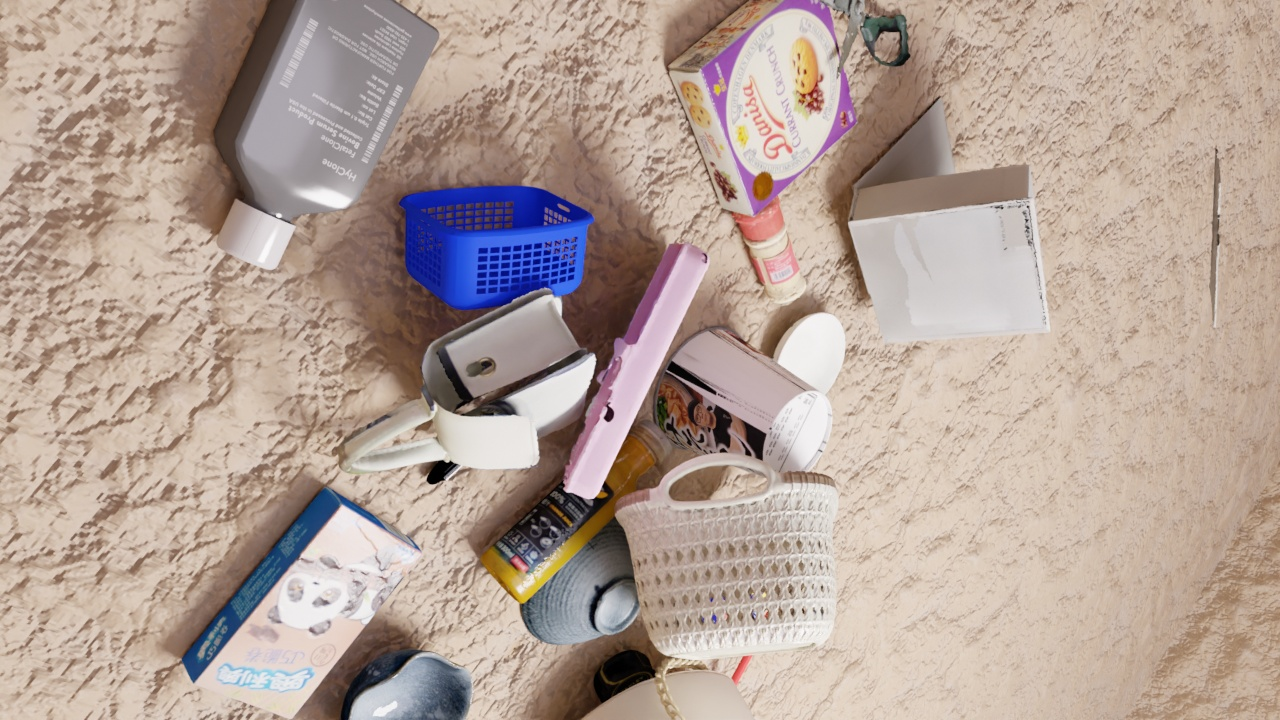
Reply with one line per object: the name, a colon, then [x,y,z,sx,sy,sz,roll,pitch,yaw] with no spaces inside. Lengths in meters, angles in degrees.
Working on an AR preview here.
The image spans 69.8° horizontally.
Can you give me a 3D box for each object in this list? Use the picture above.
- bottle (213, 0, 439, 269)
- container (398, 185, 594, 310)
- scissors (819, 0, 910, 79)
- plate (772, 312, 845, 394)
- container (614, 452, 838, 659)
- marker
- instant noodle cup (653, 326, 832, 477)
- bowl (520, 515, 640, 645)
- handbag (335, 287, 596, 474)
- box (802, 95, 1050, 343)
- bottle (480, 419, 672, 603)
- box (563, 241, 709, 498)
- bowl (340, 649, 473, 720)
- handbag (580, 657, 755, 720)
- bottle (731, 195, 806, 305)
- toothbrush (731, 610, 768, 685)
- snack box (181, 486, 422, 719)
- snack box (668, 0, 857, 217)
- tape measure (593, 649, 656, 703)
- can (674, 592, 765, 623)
bottle: [-0.196,-0.138,0.540,0.083,0.046,0.174,24,92,-44]
container: [-0.098,-0.077,0.621,0.114,0.096,0.058,-13,122,-37]
scissors: [0.199,-0.338,0.793,0.201,0.015,0.203,-18,113,-54]
plate: [0.164,-0.002,0.928,0.104,0.026,0.104,-19,121,-35]
container: [0.083,0.176,0.783,0.246,0.185,0.142,59,24,-68]
marker: [-0.112,0.049,0.716,0.138,0.022,0.016,-43,127,-17]
instant noodle cup: [0.098,0.046,0.826,0.123,0.122,0.124,-18,120,-34]
bowl: [-0.035,0.210,0.831,0.136,0.057,0.137,-18,120,-35]
handbag: [-0.118,0.041,0.626,0.175,0.074,0.151,-26,164,-17]
box: [0.287,-0.193,1.005,0.174,0.421,0.167,-20,129,9]
bottle: [-0.050,0.123,0.781,0.185,0.053,0.053,-41,131,-19]
box: [-0.005,0.004,0.713,0.201,0.038,0.152,-64,179,4]
bowl: [-0.192,0.269,0.723,0.110,0.055,0.110,-18,119,-35]
handbag: [0.015,0.397,0.901,0.210,0.103,0.209,23,115,-44]
bottle: [0.118,-0.101,0.833,0.044,0.044,0.109,-43,132,-18]
toothbrush: [0.110,0.349,1.007,0.012,0.018,0.213,-22,140,-48]
snack box: [-0.237,0.174,0.655,0.151,0.034,0.087,-52,134,-10]
snack box: [0.107,-0.222,0.768,0.147,0.041,0.143,-43,131,-18]
tape measure: [-0.016,0.315,0.910,0.061,0.034,0.061,-30,134,-11]
can: [0.089,0.240,0.953,0.092,0.056,0.116,-52,134,-8]
